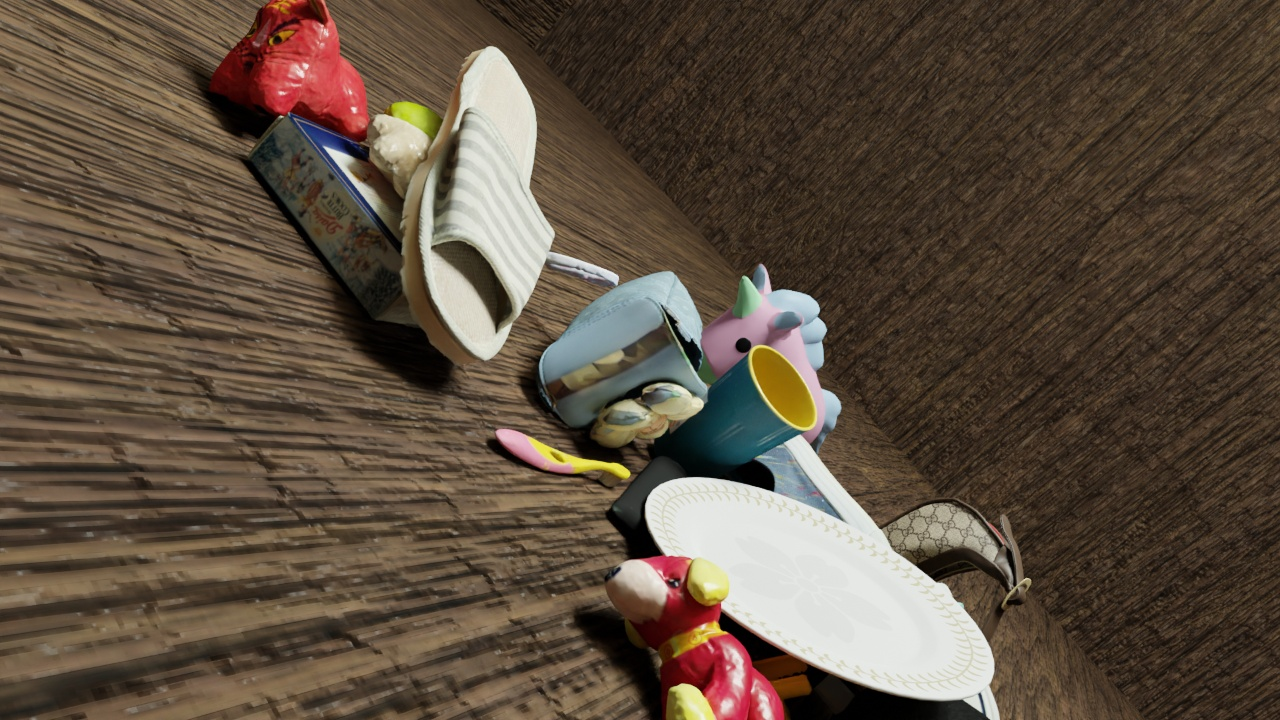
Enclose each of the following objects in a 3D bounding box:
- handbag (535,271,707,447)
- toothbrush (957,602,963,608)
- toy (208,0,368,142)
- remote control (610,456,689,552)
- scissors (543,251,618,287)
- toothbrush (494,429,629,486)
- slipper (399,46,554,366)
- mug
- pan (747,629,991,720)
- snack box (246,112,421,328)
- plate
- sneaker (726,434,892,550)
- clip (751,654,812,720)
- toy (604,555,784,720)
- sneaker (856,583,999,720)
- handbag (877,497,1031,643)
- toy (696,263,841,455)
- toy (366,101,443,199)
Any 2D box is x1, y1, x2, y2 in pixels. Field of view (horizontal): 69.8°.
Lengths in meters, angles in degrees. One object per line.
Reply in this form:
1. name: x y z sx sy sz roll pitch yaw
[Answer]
1. handbag: -0.004 0.004 0.716 0.118 0.122 0.191 62 9 -8
2. toothbrush: 0.226 0.239 0.761 0.017 0.135 0.022 -8 -73 56
3. toy: -0.219 -0.202 0.641 0.088 0.094 0.132 19 2 17
4. remote control: 0.011 0.099 0.662 0.041 0.020 0.151 46 14 3
5. scissors: -0.092 -0.087 0.753 0.168 0.014 0.170 15 -6 10
6. toothbrush: -0.049 0.064 0.589 0.135 0.016 0.021 26 25 -52
7. slipper: -0.096 -0.113 0.597 0.114 0.054 0.272 64 20 -43
8. mug: 0.072 0.052 0.746 0.078 0.122 0.078 33 36 -28
9. pan: 0.152 0.233 0.580 0.355 0.044 0.203 46 25 20
10. snack box: -0.164 -0.085 0.614 0.145 0.043 0.144 49 12 14
11. plate: 0.113 0.146 0.607 0.242 0.016 0.242 21 14 -6
12. sneaker: 0.149 0.155 0.823 0.079 0.088 0.235 -2 44 -29
13. clip: 0.072 0.191 0.524 0.048 0.054 0.045 67 9 -55
14. toy: 0.036 0.161 0.458 0.105 0.067 0.137 36 23 -54
15. sneaker: 0.176 0.201 0.696 0.241 0.118 0.088 45 -9 22
16. handbag: 0.273 0.206 0.841 0.063 0.167 0.138 33 30 -41
17. toy: 0.143 0.016 0.949 0.222 0.171 0.120 30 20 -29
18. toy: -0.146 -0.133 0.621 0.092 0.043 0.117 54 17 -11
